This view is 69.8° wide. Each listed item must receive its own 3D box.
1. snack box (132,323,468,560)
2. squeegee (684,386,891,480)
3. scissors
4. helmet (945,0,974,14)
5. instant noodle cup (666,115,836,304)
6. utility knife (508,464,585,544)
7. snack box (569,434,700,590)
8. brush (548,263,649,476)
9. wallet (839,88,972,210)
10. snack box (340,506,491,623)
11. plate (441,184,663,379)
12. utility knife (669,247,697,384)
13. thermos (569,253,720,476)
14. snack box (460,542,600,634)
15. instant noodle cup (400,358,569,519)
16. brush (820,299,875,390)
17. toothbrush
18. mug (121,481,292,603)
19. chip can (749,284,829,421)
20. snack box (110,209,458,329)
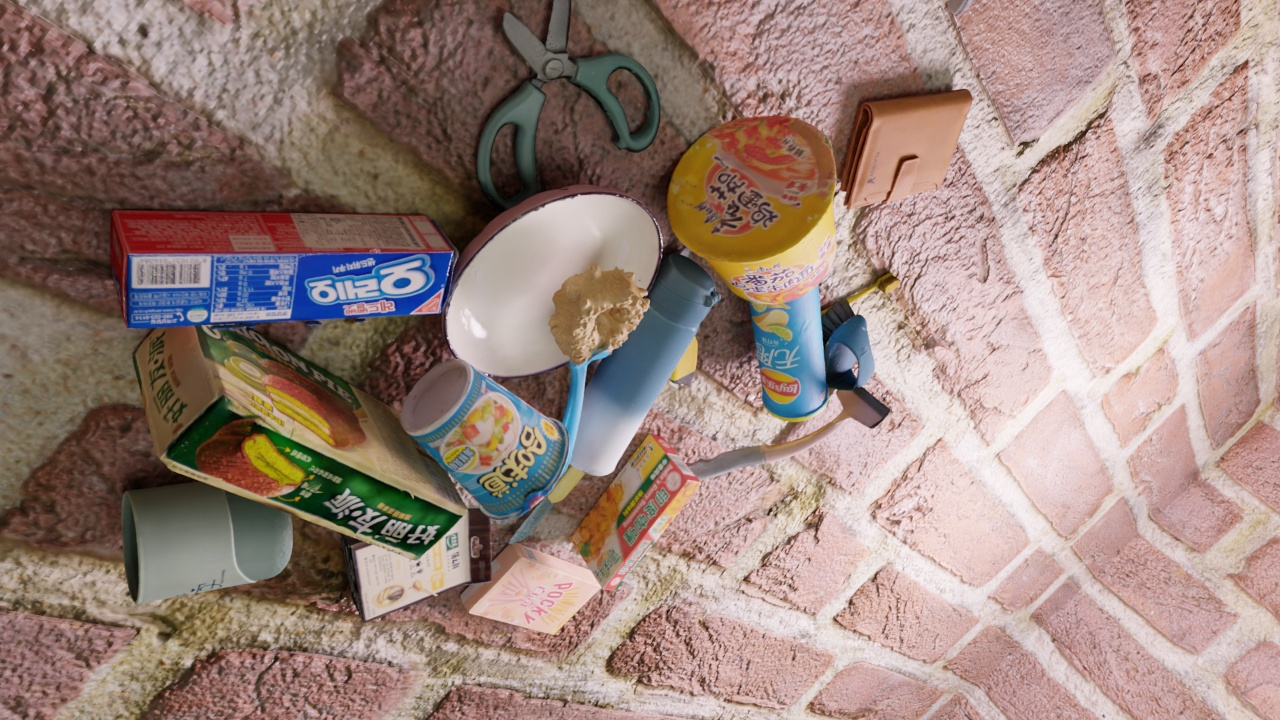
[{"bbox_3d":[-0.237,0.058,0.668,0.063,0.114,0.240,-44,141,5],"label":"snack box"},{"bbox_3d":[0.140,0.095,1.013,0.250,0.040,0.247,-21,-175,6],"label":"squeegee"},{"bbox_3d":[-0.065,-0.173,0.670,0.181,0.019,0.170,-48,142,9],"label":"scissors"},{"bbox_3d":[0.164,-0.365,0.553,0.157,0.229,0.275,13,130,4],"label":"helmet"},{"bbox_3d":[0.104,-0.118,0.774,0.138,0.138,0.110,-42,149,1],"label":"instant noodle cup"},{"bbox_3d":[-0.064,0.110,0.932,0.031,0.022,0.212,30,98,-48],"label":"utility knife"},{"bbox_3d":[-0.008,0.162,0.979,0.027,0.077,0.156,20,111,-47],"label":"snack box"},{"bbox_3d":[-0.053,0.022,0.779,0.083,0.046,0.255,-15,140,-34],"label":"brush"},{"bbox_3d":[0.256,-0.206,0.892,0.131,0.031,0.108,-15,132,-27],"label":"wallet"},{"bbox_3d":[-0.206,0.176,0.851,0.125,0.053,0.113,-18,135,-27],"label":"snack box"},{"bbox_3d":[-0.073,-0.066,0.732,0.192,0.039,0.193,-25,147,-18],"label":"plate"},{"bbox_3d":[0.040,-0.039,0.881,0.033,0.015,0.171,-27,138,-25],"label":"utility knife"},{"bbox_3d":[-0.005,0.005,0.841,0.070,0.070,0.221,5,124,-42],"label":"thermos"},{"bbox_3d":[-0.118,0.255,1.017,0.084,0.026,0.157,-46,140,6],"label":"snack box"},{"bbox_3d":[-0.126,0.057,0.725,0.099,0.099,0.110,-42,126,1],"label":"instant noodle cup"},{"bbox_3d":[0.220,-0.006,0.989,0.055,0.073,0.144,-35,158,-10],"label":"brush"},{"bbox_3d":[0.207,-0.049,1.006,0.190,0.016,0.016,-28,139,-16],"label":"toothbrush"},{"bbox_3d":[-0.332,0.137,0.701,0.106,0.082,0.112,-5,159,-37],"label":"mug"},{"bbox_3d":[0.146,-0.034,0.912,0.071,0.071,0.210,-29,134,-15],"label":"chip can"},{"bbox_3d":[-0.230,-0.062,0.608,0.207,0.058,0.057,-6,129,-35],"label":"snack box"}]
